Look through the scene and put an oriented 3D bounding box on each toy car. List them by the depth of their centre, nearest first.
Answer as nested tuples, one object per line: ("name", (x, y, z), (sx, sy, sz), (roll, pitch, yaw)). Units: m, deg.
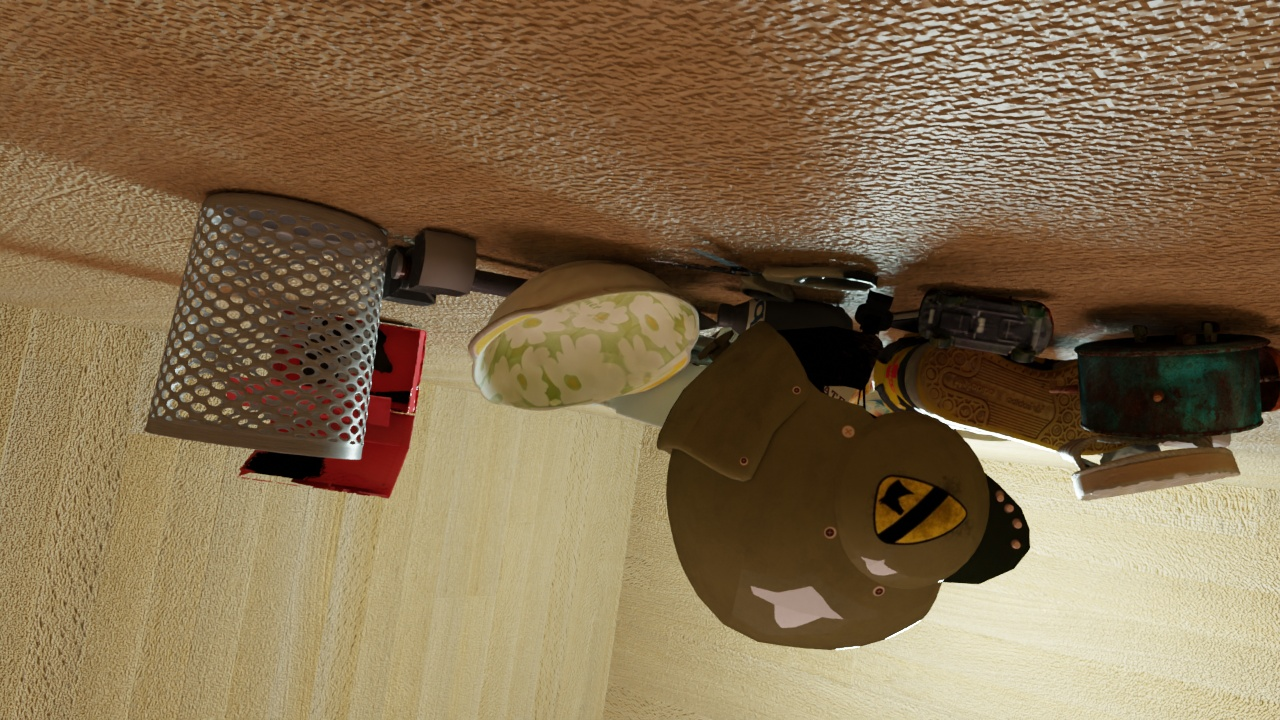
("toy car", (0.246, -0.027, 0.656), (0.091, 0.042, 0.036), (12, -155, 23))

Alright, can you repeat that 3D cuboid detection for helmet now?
("helmet", (0.128, 0.077, 0.665), (0.233, 0.255, 0.250), (4, 174, -2))

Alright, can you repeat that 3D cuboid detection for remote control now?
("remote control", (0.254, -0.034, 0.736), (0.045, 0.008, 0.147), (11, 173, -24))

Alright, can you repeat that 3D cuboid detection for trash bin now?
("trash bin", (-0.285, -0.024, 0.722), (0.156, 0.183, 0.156), (8, 174, 1))

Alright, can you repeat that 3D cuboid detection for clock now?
("clock", (0.394, 0.008, 0.664), (0.157, 0.073, 0.121), (-6, -176, -20))

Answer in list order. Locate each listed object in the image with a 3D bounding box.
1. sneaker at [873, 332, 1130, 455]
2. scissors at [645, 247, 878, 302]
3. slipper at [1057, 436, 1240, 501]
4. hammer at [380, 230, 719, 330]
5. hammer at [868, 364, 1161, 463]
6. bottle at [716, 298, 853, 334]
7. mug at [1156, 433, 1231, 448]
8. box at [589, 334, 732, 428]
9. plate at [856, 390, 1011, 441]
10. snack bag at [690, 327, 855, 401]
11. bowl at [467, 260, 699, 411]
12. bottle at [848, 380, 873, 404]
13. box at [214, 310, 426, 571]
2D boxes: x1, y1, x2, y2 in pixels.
("sneaker", (0.320, 0.029, 0.819), (0.238, 0.086, 0.122), (12, 178, -15))
("scissors", (0.090, -0.062, 0.677), (0.170, 0.012, 0.157), (7, 173, 11))
("slipper", (0.387, 0.075, 0.706), (0.115, 0.052, 0.262), (-15, 166, 29))
("hammer", (-0.062, -0.056, 0.829), (0.321, 0.043, 0.156), (9, 174, -28))
("hammer", (0.351, 0.036, 0.919), (0.323, 0.051, 0.117), (15, -142, 4))
("bottle", (0.120, -0.030, 0.772), (0.112, 0.047, 0.047), (8, 174, -1))
("mug", (0.489, 0.042, 0.840), (0.084, 0.070, 0.113), (7, 172, 12))
("box", (-0.007, 0.002, 0.888), (0.198, 0.078, 0.122), (16, -147, 31))
("plate", (0.350, 0.047, 1.024), (0.187, 0.016, 0.186), (11, -163, 39))
("snack bag", (0.119, 0.018, 0.949), (0.094, 0.069, 0.207), (36, 164, -18))
("bowl", (-0.049, -0.027, 0.749), (0.189, 0.060, 0.219), (-33, 152, 30))
("bottle", (0.252, 0.036, 1.117), (0.063, 0.063, 0.109), (6, 173, 21))
("box", (-0.446, 0.113, 1.329), (0.211, 0.377, 0.124), (9, 158, -5))
